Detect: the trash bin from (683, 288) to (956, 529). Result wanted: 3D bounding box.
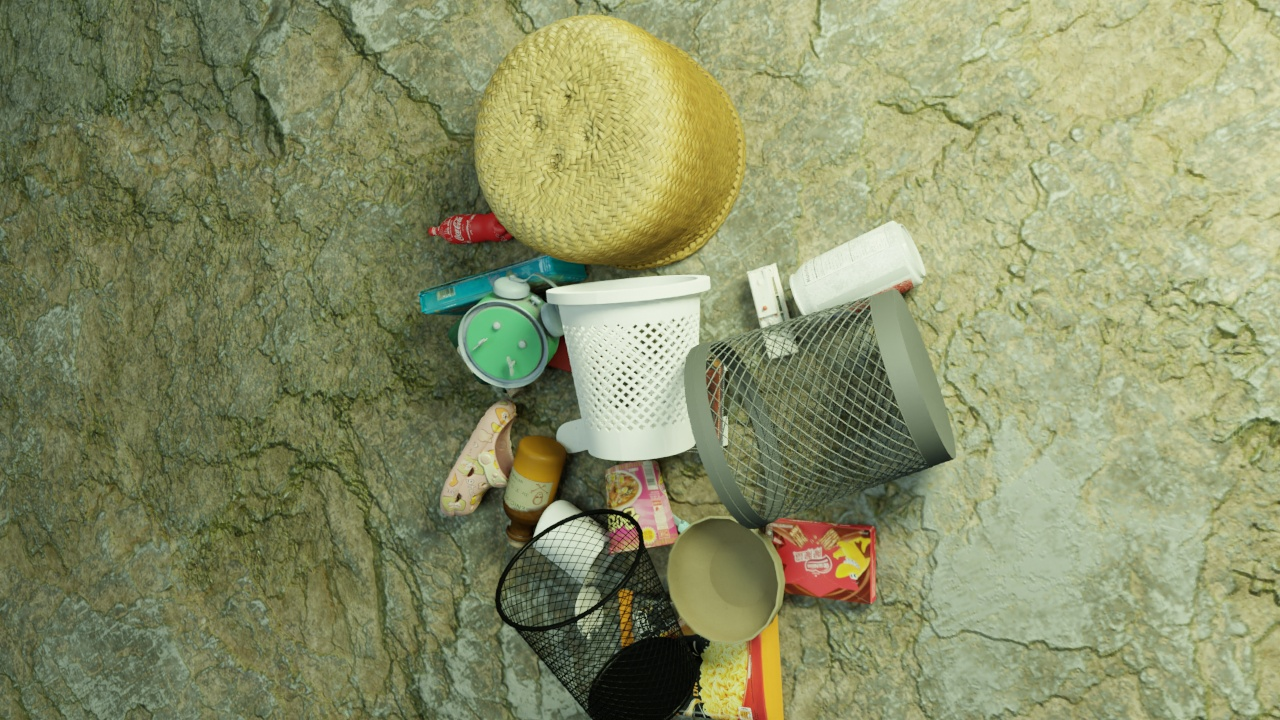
[{"bbox_3d":[0.199,0.049,1.002,0.228,0.217,0.217,-20,82,22],"label":"trash bin"}]

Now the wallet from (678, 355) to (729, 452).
[{"bbox_3d":[0.077,0.055,1.167,0.072,0.019,0.123,3,93,28],"label":"wallet"}]

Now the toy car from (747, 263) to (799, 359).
[{"bbox_3d":[0.158,-0.059,1.112,0.039,0.039,0.113,-16,84,27],"label":"toy car"}]

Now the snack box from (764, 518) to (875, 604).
[{"bbox_3d":[0.214,0.238,1.100,0.133,0.021,0.089,0,91,28],"label":"snack box"}]

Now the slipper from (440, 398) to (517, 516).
[{"bbox_3d":[-0.212,0.148,1.285,0.081,0.093,0.198,30,110,5],"label":"slipper"}]

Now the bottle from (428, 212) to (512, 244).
[{"bbox_3d":[-0.245,-0.189,1.316,0.142,0.041,0.042,0,91,28],"label":"bottle"}]

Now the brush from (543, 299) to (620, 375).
[{"bbox_3d":[-0.104,-0.032,1.247,0.173,0.041,0.082,17,99,26],"label":"brush"}]

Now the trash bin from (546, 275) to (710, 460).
[{"bbox_3d":[-0.007,0.006,1.110,0.196,0.195,0.199,0,100,27],"label":"trash bin"}]

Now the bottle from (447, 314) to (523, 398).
[{"bbox_3d":[-0.208,-0.003,1.291,0.061,0.061,0.131,-42,73,19],"label":"bottle"}]

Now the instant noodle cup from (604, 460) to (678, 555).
[{"bbox_3d":[-0.003,0.188,1.178,0.098,0.097,0.108,-16,76,27],"label":"instant noodle cup"}]

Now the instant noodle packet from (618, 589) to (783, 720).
[{"bbox_3d":[0.073,0.378,1.170,0.221,0.032,0.160,-5,87,28],"label":"instant noodle packet"}]

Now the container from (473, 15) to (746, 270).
[{"bbox_3d":[-0.047,-0.261,1.129,0.308,0.196,0.307,2,94,28],"label":"container"}]

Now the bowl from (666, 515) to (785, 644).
[{"bbox_3d":[0.110,0.263,1.115,0.153,0.050,0.152,-2,86,33],"label":"bowl"}]

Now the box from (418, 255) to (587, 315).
[{"bbox_3d":[-0.191,-0.105,1.261,0.227,0.094,0.041,-13,87,27],"label":"box"}]

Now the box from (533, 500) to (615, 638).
[{"bbox_3d":[-0.088,0.277,1.228,0.140,0.083,0.142,30,99,23],"label":"box"}]

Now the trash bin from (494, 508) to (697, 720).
[{"bbox_3d":[-0.038,0.315,1.077,0.184,0.183,0.210,-13,119,27],"label":"trash bin"}]

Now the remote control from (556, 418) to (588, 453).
[{"bbox_3d":[-0.055,0.094,1.241,0.137,0.013,0.043,-16,84,27],"label":"remote control"}]

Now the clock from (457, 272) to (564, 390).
[{"bbox_3d":[-0.161,-0.043,1.185,0.122,0.075,0.162,36,118,-4],"label":"clock"}]

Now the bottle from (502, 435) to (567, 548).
[{"bbox_3d":[-0.152,0.185,1.260,0.068,0.067,0.157,27,112,24],"label":"bottle"}]

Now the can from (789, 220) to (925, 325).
[{"bbox_3d":[0.246,-0.096,1.043,0.136,0.078,0.078,-25,80,26],"label":"can"}]

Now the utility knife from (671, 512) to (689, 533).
[{"bbox_3d":[0.080,0.235,1.174,0.126,0.015,0.022,36,105,24],"label":"utility knife"}]
